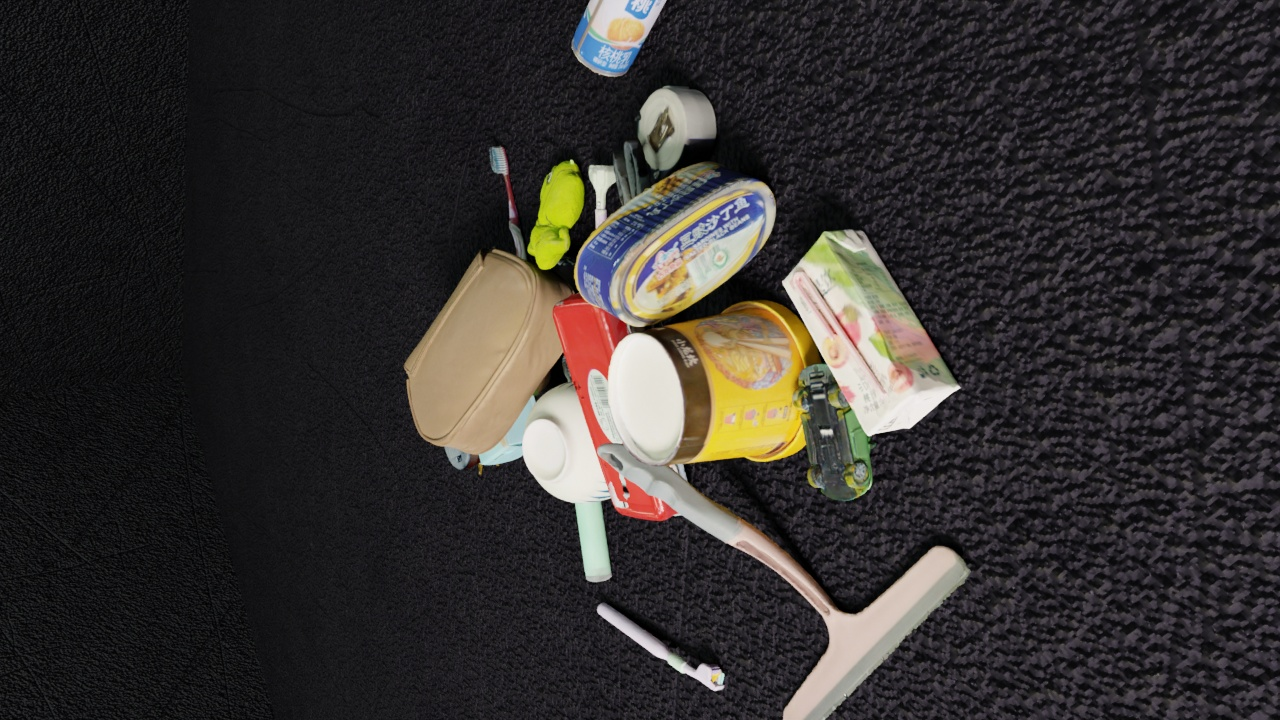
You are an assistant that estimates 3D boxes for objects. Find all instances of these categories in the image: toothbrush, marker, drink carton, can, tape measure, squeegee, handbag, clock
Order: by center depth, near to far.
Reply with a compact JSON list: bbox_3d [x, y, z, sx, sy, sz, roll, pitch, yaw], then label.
[{"bbox_3d":[0.138,-0.018,0.570,0.054,0.045,0.122,-54,53,48],"label":"drink carton"},{"bbox_3d":[0.026,-0.082,0.641,0.049,0.148,0.075,33,151,47],"label":"can"},{"bbox_3d":[0.072,0.132,0.665,0.249,0.040,0.248,37,133,14],"label":"squeegee"},{"bbox_3d":[0.027,-0.178,0.712,0.066,0.033,0.065,-49,59,49],"label":"tape measure"},{"bbox_3d":[-0.005,-0.291,0.718,0.135,0.053,0.053,-52,55,47],"label":"can"},{"bbox_3d":[-0.033,-0.082,0.836,0.029,0.020,0.190,6,106,22],"label":"toothbrush"},{"bbox_3d":[0.011,0.256,0.842,0.189,0.021,0.029,10,138,56],"label":"toothbrush"},{"bbox_3d":[-0.072,-0.088,0.872,0.132,0.020,0.022,40,144,57],"label":"marker"},{"bbox_3d":[-0.056,0.105,0.902,0.027,0.026,0.224,-9,89,40],"label":"toothbrush"},{"bbox_3d":[-0.150,-0.010,0.918,0.205,0.099,0.148,-53,49,12],"label":"handbag"},{"bbox_3d":[-0.136,-0.139,0.975,0.016,0.017,0.187,-20,79,56],"label":"toothbrush"},{"bbox_3d":[-0.198,0.071,1.079,0.082,0.055,0.122,-30,71,55],"label":"clock"}]

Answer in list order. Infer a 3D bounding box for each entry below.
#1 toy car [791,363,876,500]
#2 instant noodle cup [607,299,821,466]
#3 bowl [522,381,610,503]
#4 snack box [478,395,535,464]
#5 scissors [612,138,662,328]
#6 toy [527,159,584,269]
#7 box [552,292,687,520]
[{"bbox_3d":[0.130,0.046,0.605,0.043,0.036,0.091,-9,88,55],"label":"toy car"},{"bbox_3d":[0.048,0.021,0.651,0.118,0.114,0.118,19,113,54],"label":"instant noodle cup"},{"bbox_3d":[-0.066,0.077,0.846,0.117,0.066,0.116,5,98,39],"label":"bowl"},{"bbox_3d":[-0.163,0.023,1.020,0.074,0.051,0.174,-37,67,52],"label":"snack box"},{"bbox_3d":[0.000,-0.104,0.758,0.178,0.014,0.159,89,167,-48],"label":"scissors"},{"bbox_3d":[-0.078,-0.139,0.863,0.100,0.031,0.096,-62,35,19],"label":"toy"},{"bbox_3d":[-0.011,0.037,0.767,0.087,0.046,0.201,-3,108,51],"label":"box"}]
